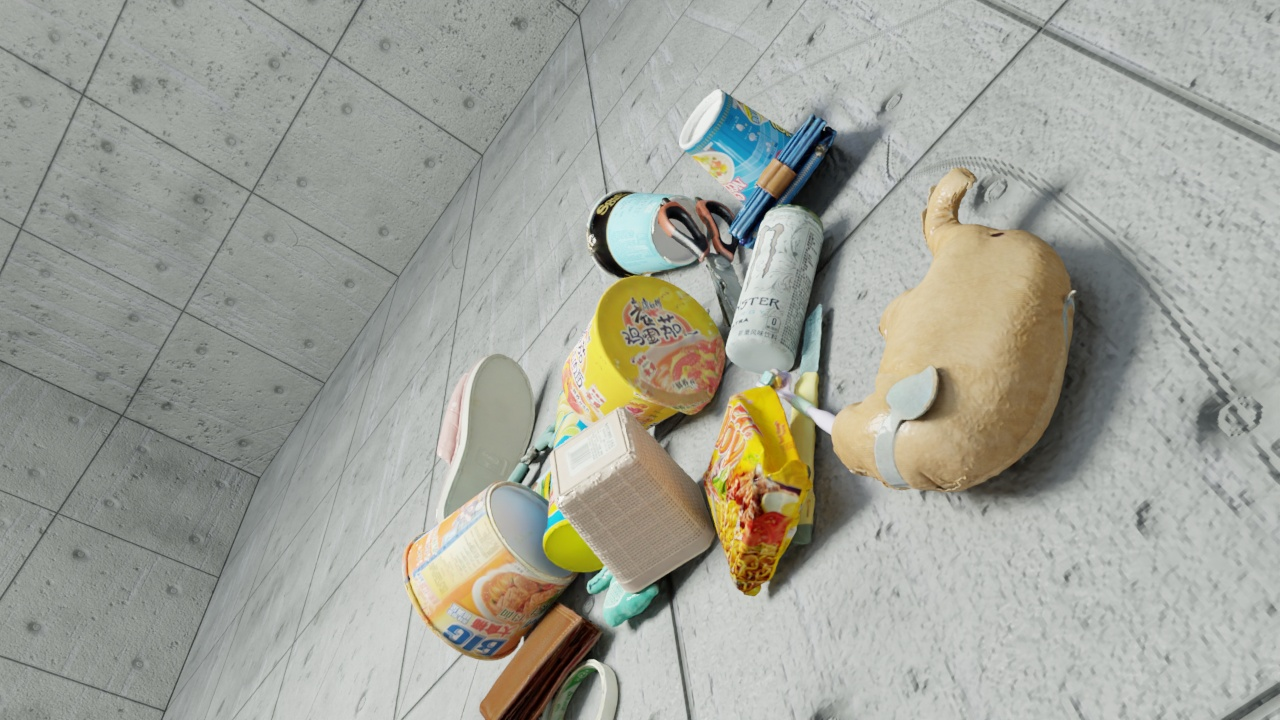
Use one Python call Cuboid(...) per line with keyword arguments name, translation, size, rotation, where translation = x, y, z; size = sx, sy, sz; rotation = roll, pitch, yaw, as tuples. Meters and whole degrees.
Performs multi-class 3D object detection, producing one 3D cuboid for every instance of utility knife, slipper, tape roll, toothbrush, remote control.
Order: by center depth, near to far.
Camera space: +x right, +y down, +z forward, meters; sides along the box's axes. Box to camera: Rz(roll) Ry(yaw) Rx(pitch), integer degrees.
Cuboid(name="toothbrush", translation=(0.139, 0.045, 0.647), size=(0.029, 0.021, 0.189), rotation=(-23, 26, -15))
Cuboid(name="utility knife", translation=(0.125, 0.042, 0.700), size=(0.031, 0.022, 0.218), rotation=(-30, 43, 43))
Cuboid(name="tape roll", translation=(-0.049, 0.290, 0.756), size=(0.086, 0.014, 0.085), rotation=(-45, 26, 29))
Cuboid(name="remote control", translation=(-0.110, 0.361, 0.785), size=(0.058, 0.021, 0.149), rotation=(-25, 39, 53))
Cuboid(name="slipper", translation=(-0.204, 0.115, 1.173), size=(0.055, 0.114, 0.273), rotation=(-29, 43, 44))

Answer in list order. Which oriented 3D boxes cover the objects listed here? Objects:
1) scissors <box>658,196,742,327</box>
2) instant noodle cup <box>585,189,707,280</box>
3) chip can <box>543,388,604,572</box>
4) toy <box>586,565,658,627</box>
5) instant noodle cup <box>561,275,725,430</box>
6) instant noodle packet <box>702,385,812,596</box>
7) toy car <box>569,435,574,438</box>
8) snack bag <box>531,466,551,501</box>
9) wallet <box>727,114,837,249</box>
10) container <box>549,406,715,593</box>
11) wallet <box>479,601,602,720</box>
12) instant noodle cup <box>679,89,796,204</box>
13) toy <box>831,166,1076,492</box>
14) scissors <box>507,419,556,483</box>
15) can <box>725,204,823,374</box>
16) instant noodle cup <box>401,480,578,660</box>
Cuboid(name="scissors", translation=(0.065, -0.105, 0.931), size=(0.206, 0.193, 0.015), rotation=(-45, -20, -48))
Cuboid(name="instant noodle cup", translation=(0.012, -0.147, 1.067), size=(0.121, 0.111, 0.111), rotation=(9, 69, 57))
Cuboid(name="chip can", translation=(-0.056, 0.108, 0.921), size=(0.071, 0.071, 0.209), rotation=(-46, 26, 28))
Cuboid(name="toy", translation=(-0.015, 0.190, 0.792), size=(0.097, 0.030, 0.091), rotation=(-43, 23, 28))
Cuboid(name="instant noodle cup", translation=(-0.005, 0.005, 0.879), size=(0.110, 0.138, 0.137), rotation=(-45, 25, 47))
Cuboid(name="instant noodle packet", translation=(0.080, 0.088, 0.671), size=(0.128, 0.044, 0.111), rotation=(-102, 26, -61))
Cuboid(name="toy car", translation=(-0.026, 0.086, 0.865), size=(0.042, 0.090, 0.035), rotation=(-29, 53, 45))
Cuboid(name="snack bag", translation=(-0.141, 0.205, 1.023), size=(0.191, 0.038, 0.110), rotation=(-49, 34, 25))
Cuboid(name="wallet", translation=(0.134, -0.166, 0.876), size=(0.133, 0.040, 0.106), rotation=(-54, -7, 11))
Cuboid(name="container", translation=(-0.011, 0.109, 0.746), size=(0.090, 0.111, 0.090), rotation=(-33, 28, 9))
Cuboid(name="wallet", translation=(-0.093, 0.273, 0.810), size=(0.124, 0.032, 0.101), rotation=(-50, 10, -17))
Cuboid(name="instant noodle cup", translation=(0.103, -0.221, 0.953), size=(0.099, 0.110, 0.099), rotation=(-46, 25, 29))
Cuboid(name="toy", translation=(0.196, -0.024, 0.557), size=(0.144, 0.082, 0.225), rotation=(-2, 56, 49))
Cuboid(name="scissors", translation=(-0.123, 0.115, 1.076), size=(0.180, 0.019, 0.169), rotation=(-46, 11, 42))
Cuboid(name="can", translation=(0.118, -0.062, 0.791), size=(0.058, 0.058, 0.146), rotation=(-25, 40, 53))
Cuboid(name="instant noodle cup", translation=(-0.138, 0.196, 0.895), size=(0.112, 0.151, 0.151), rotation=(-43, 27, 18))
